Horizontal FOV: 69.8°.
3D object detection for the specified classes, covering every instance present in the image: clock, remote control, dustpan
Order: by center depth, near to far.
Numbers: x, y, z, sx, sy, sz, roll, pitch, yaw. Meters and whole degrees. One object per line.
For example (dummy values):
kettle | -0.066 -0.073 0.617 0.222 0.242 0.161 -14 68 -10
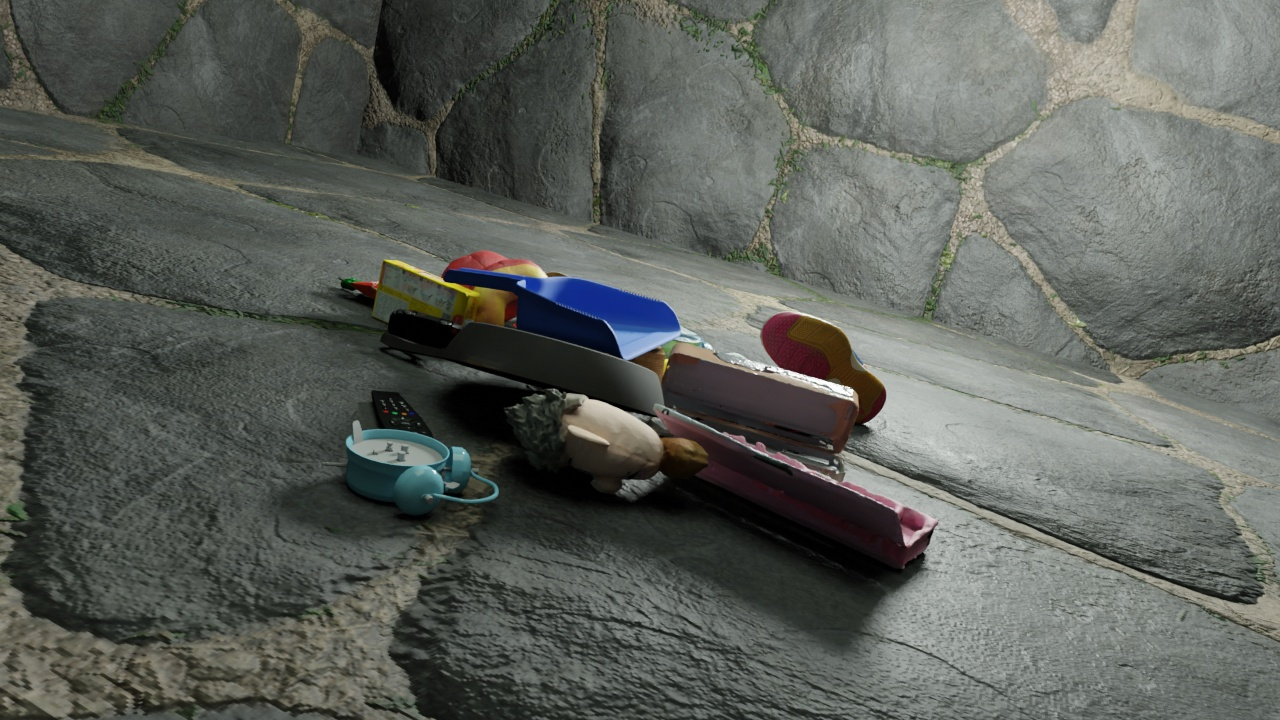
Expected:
clock | -0.161 0.080 0.670 0.123 0.042 0.087 15 13 13
remote control | -0.212 0.052 0.807 0.039 0.010 0.125 7 15 -29
dustpan | -0.103 -0.061 1.034 0.258 0.059 0.245 8 10 15
clock | 0.037 -0.019 1.277 0.161 0.060 0.118 4 16 -39

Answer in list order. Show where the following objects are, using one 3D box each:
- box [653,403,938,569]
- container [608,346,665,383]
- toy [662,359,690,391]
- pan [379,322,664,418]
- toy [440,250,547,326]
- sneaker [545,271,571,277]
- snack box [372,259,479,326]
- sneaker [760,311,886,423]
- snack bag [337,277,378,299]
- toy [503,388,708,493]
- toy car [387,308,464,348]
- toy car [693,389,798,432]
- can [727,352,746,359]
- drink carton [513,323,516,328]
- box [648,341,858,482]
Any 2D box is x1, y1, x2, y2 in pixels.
box | 0.131 0.114 0.813 0.233 0.059 0.179 22 -2 32
container | -0.007 0.006 1.111 0.063 0.061 0.114 12 13 -11
toy | 0.059 0.018 1.178 0.095 0.041 0.094 8 8 -7
pan | -0.135 -0.003 0.947 0.357 0.043 0.248 12 -5 31
toy | -0.190 -0.090 1.198 0.147 0.099 0.216 -10 14 -23
sneaker | -0.082 -0.059 1.279 0.087 0.079 0.235 -36 33 -16
snack box | -0.264 -0.067 1.120 0.152 0.075 0.025 22 14 31
sneaker | 0.224 0.005 1.207 0.241 0.116 0.091 37 6 -36
snack bag | -0.345 -0.090 1.234 0.155 0.044 0.087 14 0 29
toy | -0.030 0.073 0.777 0.176 0.076 0.132 14 -3 6
toy car | -0.247 -0.033 1.064 0.092 0.042 0.036 16 15 7
toy car | 0.153 0.053 1.100 0.189 0.056 0.081 0 15 -13
can | 0.131 0.025 1.200 0.053 0.053 0.101 9 14 -21
drink carton | -0.111 -0.020 1.190 0.069 0.039 0.122 6 21 -37
box | 0.125 0.051 0.997 0.216 0.107 0.094 16 1 4
